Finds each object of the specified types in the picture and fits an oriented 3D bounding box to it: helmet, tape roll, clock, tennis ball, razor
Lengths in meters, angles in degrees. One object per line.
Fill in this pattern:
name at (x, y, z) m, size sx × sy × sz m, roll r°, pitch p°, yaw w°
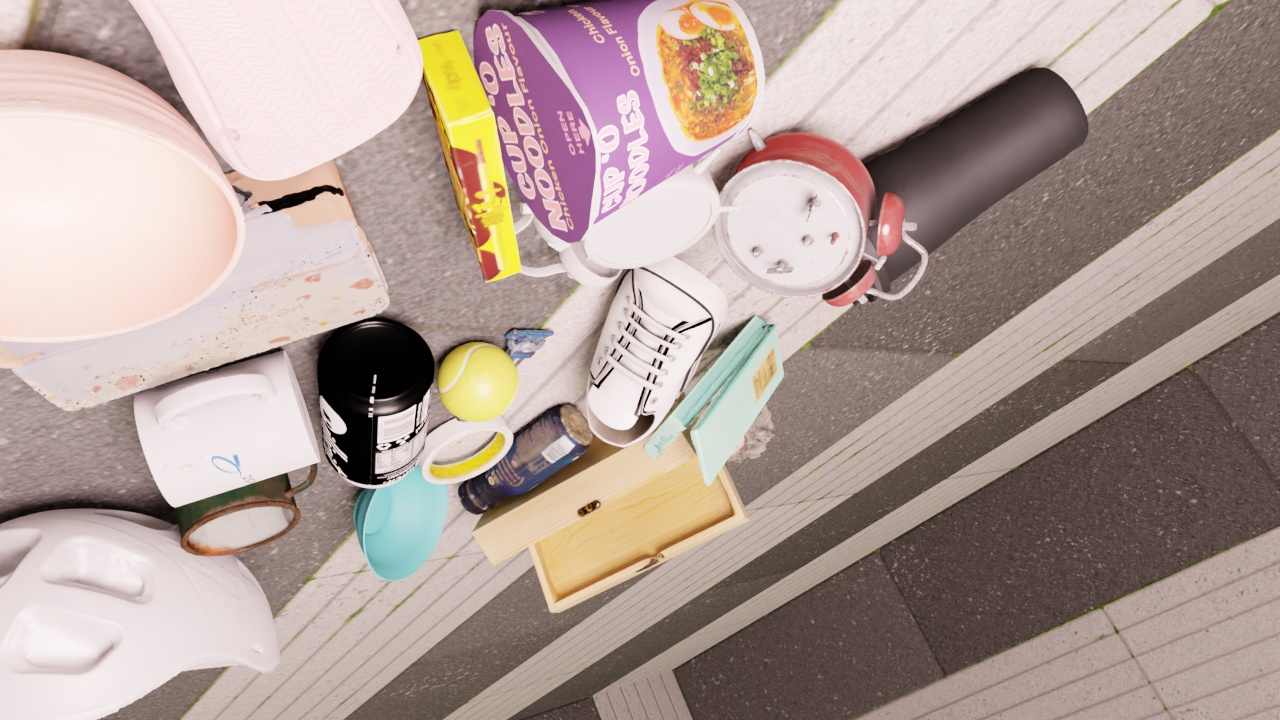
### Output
helmet at (-0.416, 0.219, 0.729) m, size 0.224 × 0.183 × 0.282 m, roll -6°, pitch 151°, yaw 17°
tape roll at (-0.170, 0.085, 0.891) m, size 0.094 × 0.019 × 0.094 m, roll -24°, pitch 151°, yaw -14°
clock at (-0.019, -0.104, 0.619) m, size 0.159 × 0.061 × 0.120 m, roll -23°, pitch 157°, yaw 6°
tennis ball at (-0.132, 0.018, 0.744) m, size 0.065 × 0.065 × 0.065 m, roll -21°, pitch 156°, yaw -10°
clock at (0.127, -0.091, 0.660) m, size 0.061 × 0.157 × 0.110 m, roll -59°, pitch 176°, yaw -47°
razor at (-0.126, 0.017, 0.808) m, size 0.043 × 0.018 × 0.141 m, roll -2°, pitch 147°, yaw -43°

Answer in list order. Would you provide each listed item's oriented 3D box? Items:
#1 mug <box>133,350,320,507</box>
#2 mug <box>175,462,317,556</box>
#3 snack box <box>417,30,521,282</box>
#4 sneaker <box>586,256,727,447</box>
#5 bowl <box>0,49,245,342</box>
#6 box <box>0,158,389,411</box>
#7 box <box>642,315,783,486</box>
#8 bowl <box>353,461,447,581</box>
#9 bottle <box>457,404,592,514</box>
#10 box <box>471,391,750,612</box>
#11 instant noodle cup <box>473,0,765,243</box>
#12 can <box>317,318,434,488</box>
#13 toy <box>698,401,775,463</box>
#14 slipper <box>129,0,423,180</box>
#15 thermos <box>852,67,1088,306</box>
mug at (-0.280, 0.039, 0.619) m, size 0.096 × 0.083 × 0.120 m, roll -18°, pitch 162°, yaw -16°
mug at (-0.304, 0.090, 0.708) m, size 0.111 × 0.081 × 0.085 m, roll -26°, pitch 156°, yaw 2°
snack box at (-0.095, -0.110, 0.524) m, size 0.025 × 0.061 × 0.149 m, roll -19°, pitch 155°, yaw -11°
sneaker at (-0.005, 0.005, 0.767) m, size 0.097 × 0.091 × 0.246 m, roll -56°, pitch 176°, yaw -28°
bowl at (-0.262, -0.080, 0.407) m, size 0.153 × 0.076 × 0.153 m, roll -20°, pitch 155°, yaw -10°
box at (-0.266, -0.039, 0.542) m, size 0.216 × 0.043 × 0.151 m, roll -20°, pitch 161°, yaw -12°
box at (0.090, 0.039, 0.885) m, size 0.188 × 0.080 × 0.078 m, roll -46°, pitch 175°, yaw -45°
bowl at (-0.246, 0.151, 0.903) m, size 0.046 × 0.121 × 0.121 m, roll 9°, pitch 170°, yaw 26°
bottle at (-0.122, 0.106, 0.947) m, size 0.161 × 0.056 × 0.056 m, roll -35°, pitch 154°, yaw 23°
box at (-0.035, 0.148, 1.003) m, size 0.249 × 0.141 × 0.184 m, roll -28°, pitch 123°, yaw 12°
instant noodle cup at (-0.003, -0.141, 0.485) m, size 0.121 × 0.122 × 0.137 m, roll -27°, pitch -157°, yaw -20°
can at (-0.201, 0.036, 0.697) m, size 0.080 × 0.080 × 0.146 m, roll -14°, pitch 154°, yaw -24°
toy at (0.087, 0.090, 1.100) m, size 0.175 × 0.076 × 0.133 m, roll -3°, pitch 148°, yaw -26°
slipper at (-0.156, -0.147, 0.392) m, size 0.106 × 0.055 × 0.222 m, roll -28°, pitch 167°, yaw -9°
thermos at (0.240, -0.143, 0.737) m, size 0.219 × 0.105 × 0.106 m, roll -33°, pitch 156°, yaw 5°
